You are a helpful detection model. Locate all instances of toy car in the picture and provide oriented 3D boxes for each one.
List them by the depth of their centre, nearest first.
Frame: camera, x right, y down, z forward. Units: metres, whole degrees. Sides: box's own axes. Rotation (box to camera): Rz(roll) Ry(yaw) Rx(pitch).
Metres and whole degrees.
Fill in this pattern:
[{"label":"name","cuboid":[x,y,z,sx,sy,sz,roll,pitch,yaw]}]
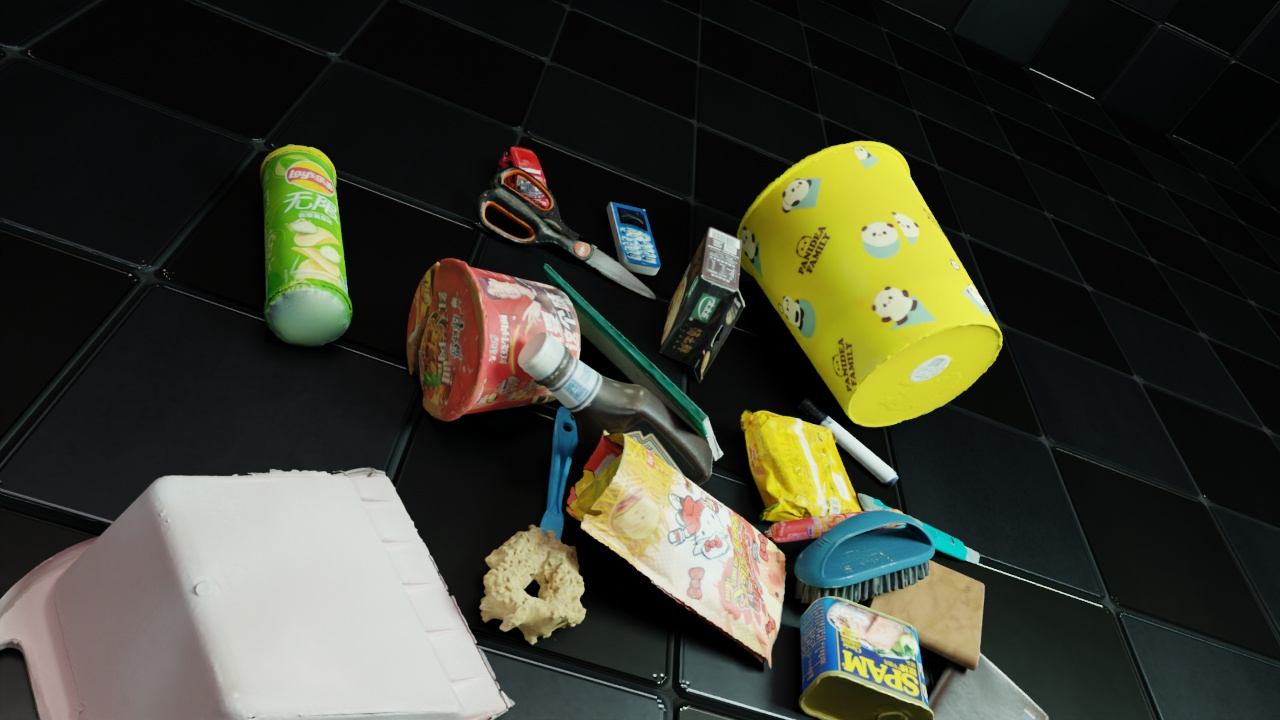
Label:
[{"label":"toy car","cuboid":[-0.137,-0.208,1.086,0.052,0.045,0.120,4,46,-27]}]

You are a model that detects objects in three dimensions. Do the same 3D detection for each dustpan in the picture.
[{"label":"dustpan","cuboid":[-0.255,0.181,0.592,0.273,0.139,0.222,25,24,-55]}]

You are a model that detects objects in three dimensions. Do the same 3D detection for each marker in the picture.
[{"label":"marker","cuboid":[0.224,0.087,0.991,0.131,0.018,0.022,42,30,18]}]

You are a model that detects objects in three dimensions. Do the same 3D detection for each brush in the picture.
[{"label":"brush","cuboid":[-0.074,0.123,0.752,0.083,0.046,0.254,17,34,-8]},{"label":"brush","cuboid":[0.200,0.171,0.814,0.143,0.073,0.055,-8,21,-24]}]

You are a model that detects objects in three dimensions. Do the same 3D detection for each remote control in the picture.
[{"label":"remote control","cuboid":[-0.010,-0.148,1.112,0.049,0.024,0.124,11,42,-22]}]

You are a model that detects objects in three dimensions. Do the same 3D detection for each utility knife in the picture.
[{"label":"utility knife","cuboid":[0.281,0.170,0.912,0.171,0.013,0.029,26,43,-24]}]

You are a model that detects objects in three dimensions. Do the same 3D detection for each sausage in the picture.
[{"label":"sausage","cuboid":[0.183,0.151,0.844,0.155,0.020,0.020,-3,46,-21]}]

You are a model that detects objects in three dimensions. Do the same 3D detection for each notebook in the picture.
[{"label":"notebook","cuboid":[-0.005,0.005,0.861,0.012,0.150,0.209,-44,70,-7]}]

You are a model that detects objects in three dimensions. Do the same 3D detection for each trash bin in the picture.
[{"label":"trash bin","cuboid":[0.262,-0.079,1.051,0.229,0.230,0.255,0,51,-32]}]

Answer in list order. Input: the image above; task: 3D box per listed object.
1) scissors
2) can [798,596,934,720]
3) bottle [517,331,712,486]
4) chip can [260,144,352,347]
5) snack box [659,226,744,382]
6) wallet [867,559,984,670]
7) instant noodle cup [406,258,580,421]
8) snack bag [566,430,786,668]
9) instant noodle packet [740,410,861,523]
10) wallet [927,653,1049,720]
[{"label":"scissors","cuboid":[-0.070,-0.145,1.041,0.234,0.022,0.124,14,78,-12]},{"label":"can","cuboid":[0.179,0.248,0.744,0.102,0.057,0.083,22,35,-8]},{"label":"bottle","cuboid":[-0.023,0.048,0.778,0.195,0.080,0.043,42,36,-27]},{"label":"chip can","cuboid":[-0.308,-0.108,0.840,0.072,0.073,0.221,5,43,-27]},{"label":"snack box","cuboid":[0.068,-0.061,0.986,0.053,0.113,0.125,22,37,-6]},{"label":"wallet","cuboid":[0.264,0.222,0.844,0.101,0.020,0.115,22,33,12]},{"label":"instant noodle cup","cuboid":[-0.125,-0.018,0.806,0.108,0.138,0.138,1,45,-40]},{"label":"snack bag","cuboid":[0.040,0.149,0.749,0.208,0.073,0.128,37,34,-18]},{"label":"instant noodle packet","cuboid":[0.155,0.112,0.898,0.110,0.044,0.128,14,42,-21]},{"label":"wallet","cuboid":[0.287,0.308,0.774,0.096,0.020,0.122,41,41,16]}]
